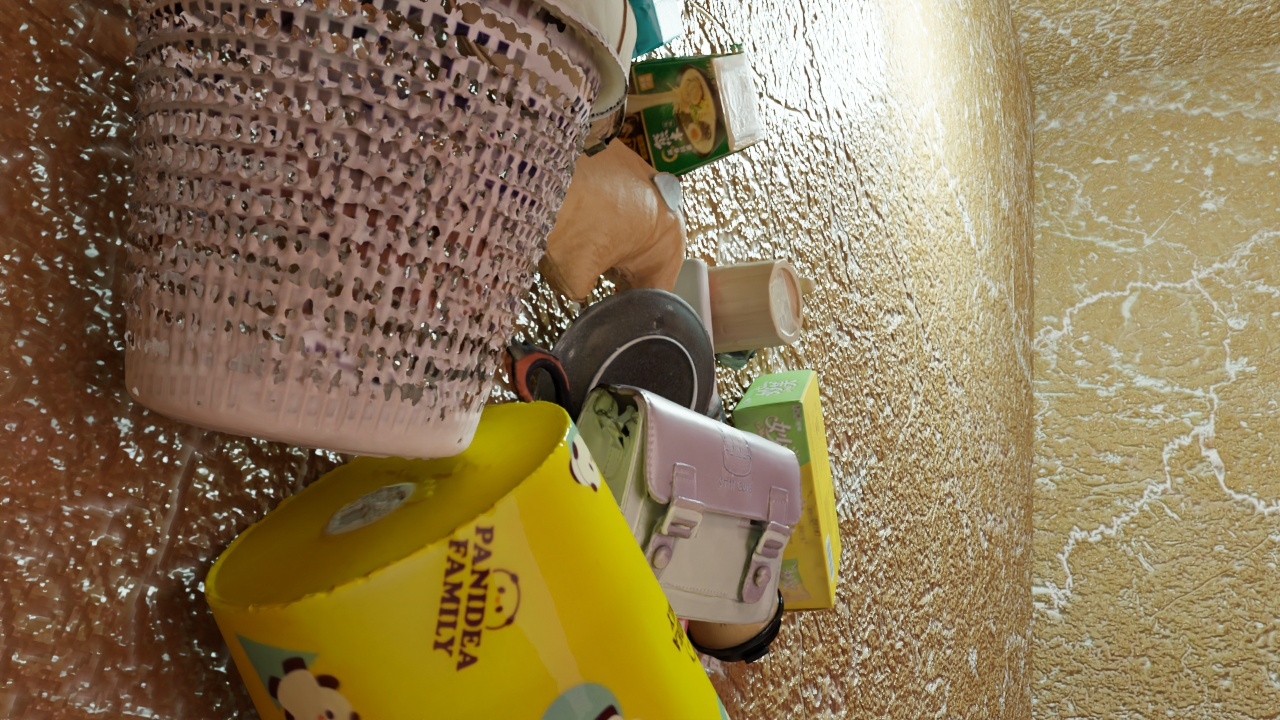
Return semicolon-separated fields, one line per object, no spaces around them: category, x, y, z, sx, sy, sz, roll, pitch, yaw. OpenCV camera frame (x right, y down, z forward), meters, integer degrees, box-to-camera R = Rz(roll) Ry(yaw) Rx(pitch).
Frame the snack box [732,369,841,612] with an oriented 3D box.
snack box;0.154;0.127;0.937;0.157;0.070;0.210;-35;116;-71

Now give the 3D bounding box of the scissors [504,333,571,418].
scissors;-0.062;0.076;0.629;0.188;0.015;0.227;-42;130;-30

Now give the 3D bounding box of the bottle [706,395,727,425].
bottle;0.072;0.132;0.861;0.079;0.044;0.195;-46;125;-54

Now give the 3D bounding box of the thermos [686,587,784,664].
thermos;0.063;0.187;0.803;0.143;0.093;0.092;63;38;-20

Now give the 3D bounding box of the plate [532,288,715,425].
plate;-0.005;0.033;0.696;0.179;0.024;0.180;-15;116;-34

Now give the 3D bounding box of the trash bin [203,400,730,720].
trash bin;-0.072;0.174;0.467;0.228;0.230;0.255;-43;116;-52

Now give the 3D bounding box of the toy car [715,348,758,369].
toy car;0.107;-0.027;0.942;0.034;0.043;0.090;93;22;-46

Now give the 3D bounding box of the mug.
mug;0.099;-0.054;0.871;0.124;0.104;0.084;-28;109;-56

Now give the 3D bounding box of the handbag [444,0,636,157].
handbag;-0.065;-0.234;0.624;0.148;0.100;0.204;54;25;-33

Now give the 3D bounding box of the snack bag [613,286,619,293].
snack bag;0.000;-0.031;0.781;0.045;0.026;0.105;-28;113;-43

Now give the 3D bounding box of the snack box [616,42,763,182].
snack box;0.041;-0.211;0.797;0.118;0.106;0.117;-36;117;-53

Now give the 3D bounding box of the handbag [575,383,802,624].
handbag;0.029;0.107;0.659;0.196;0.099;0.145;23;78;-47

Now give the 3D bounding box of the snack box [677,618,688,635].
snack box;-0.011;0.244;0.711;0.113;0.044;0.127;21;69;-55

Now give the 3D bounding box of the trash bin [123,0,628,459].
trash bin;-0.133;-0.062;0.420;0.227;0.228;0.192;14;86;-57

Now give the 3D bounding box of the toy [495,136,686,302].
toy;-0.047;-0.111;0.667;0.225;0.083;0.143;3;66;-55

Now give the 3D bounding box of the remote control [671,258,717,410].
remote control;0.038;-0.021;0.814;0.020;0.056;0.136;-5;90;-61

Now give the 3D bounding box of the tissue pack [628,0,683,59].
tissue pack;-0.005;-0.304;0.763;0.133;0.050;0.093;-65;141;-63

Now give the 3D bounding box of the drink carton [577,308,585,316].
drink carton;-0.004;0.004;0.737;0.122;0.046;0.053;28;77;-44
